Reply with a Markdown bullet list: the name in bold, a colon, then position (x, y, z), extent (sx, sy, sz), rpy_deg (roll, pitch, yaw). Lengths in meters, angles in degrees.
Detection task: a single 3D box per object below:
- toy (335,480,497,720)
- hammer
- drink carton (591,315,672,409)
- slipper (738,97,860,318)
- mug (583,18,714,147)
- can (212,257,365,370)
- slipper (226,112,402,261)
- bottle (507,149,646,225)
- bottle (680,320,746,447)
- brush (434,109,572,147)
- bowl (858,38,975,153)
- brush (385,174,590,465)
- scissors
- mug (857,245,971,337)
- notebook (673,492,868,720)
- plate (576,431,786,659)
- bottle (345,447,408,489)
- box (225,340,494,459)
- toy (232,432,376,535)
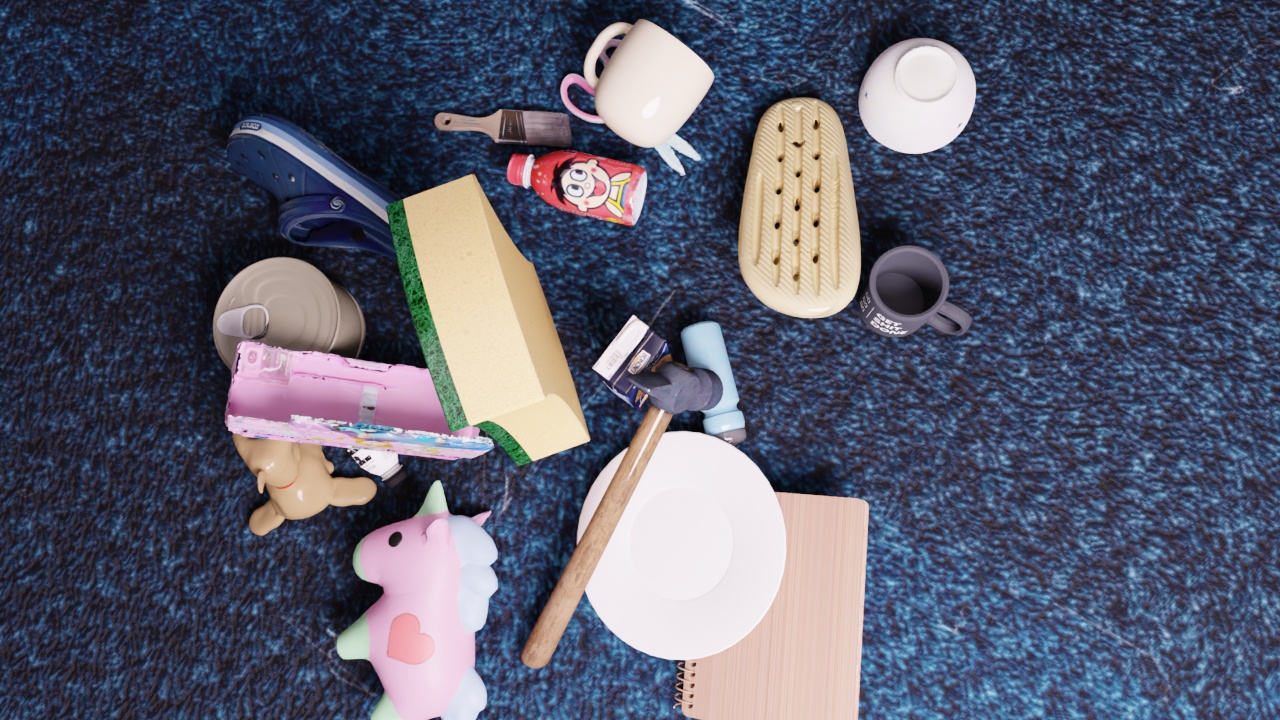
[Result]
- **toy**: position (-0.191, 0.241, 0.850), extent (0.171, 0.120, 0.222), rpy_deg (-32, 78, 9)
- **hammer**: position (-0.033, 0.146, 0.839), extent (0.040, 0.129, 0.322), rpy_deg (33, 103, 28)
- **drink carton**: position (-0.005, 0.005, 0.856), extent (0.040, 0.130, 0.064), rpy_deg (36, 86, 9)
- **slipper**: position (0.153, -0.142, 0.897), extent (0.111, 0.079, 0.260), rpy_deg (1, 62, 8)
- **mug**: position (-0.003, -0.272, 0.906), extent (0.120, 0.096, 0.100), rpy_deg (36, 97, 2)
- **can**: position (-0.350, -0.033, 0.922), extent (0.128, 0.073, 0.127), rpy_deg (-1, 80, 5)
- **slipper**: position (-0.321, -0.158, 0.924), extent (0.253, 0.105, 0.095), rpy_deg (30, 77, 7)
- **bottle**: position (-0.066, -0.180, 0.927), extent (0.137, 0.062, 0.062), rpy_deg (14, 82, 7)
- **bottle**: position (0.073, 0.028, 0.891), extent (0.040, 0.040, 0.130), rpy_deg (-14, 80, 3)
- **brush**: position (-0.145, -0.248, 0.971), extent (0.151, 0.012, 0.039), rpy_deg (5, 81, 7)
- **bowl**: position (0.278, -0.269, 0.910), extent (0.113, 0.063, 0.113), rpy_deg (-1, 81, 5)
- **brush**: position (-0.126, -0.023, 0.811), extent (0.075, 0.250, 0.195), rpy_deg (-20, 75, 1)
- **scissors**: position (0.007, -0.269, 0.960), extent (0.179, 0.016, 0.105), rpy_deg (36, 85, 10)
- **mug**: position (0.262, -0.056, 0.868), extent (0.105, 0.077, 0.071), rpy_deg (30, 84, 9)
- **notebook**: position (0.116, 0.226, 0.834), extent (0.169, 0.022, 0.210), rpy_deg (0, 80, 28)
- **plate**: position (0.036, 0.171, 0.860), extent (0.209, 0.015, 0.208), rpy_deg (-6, 76, 23)
- **bottle**: position (-0.273, 0.076, 0.907), extent (0.041, 0.041, 0.116), rpy_deg (-37, 97, -2)
- **box**: position (-0.249, 0.034, 0.836), extent (0.230, 0.106, 0.086), rpy_deg (10, 72, -24)
- **toy**: position (-0.341, 0.106, 0.888), extent (0.134, 0.108, 0.105), rpy_deg (-17, 52, 2)
